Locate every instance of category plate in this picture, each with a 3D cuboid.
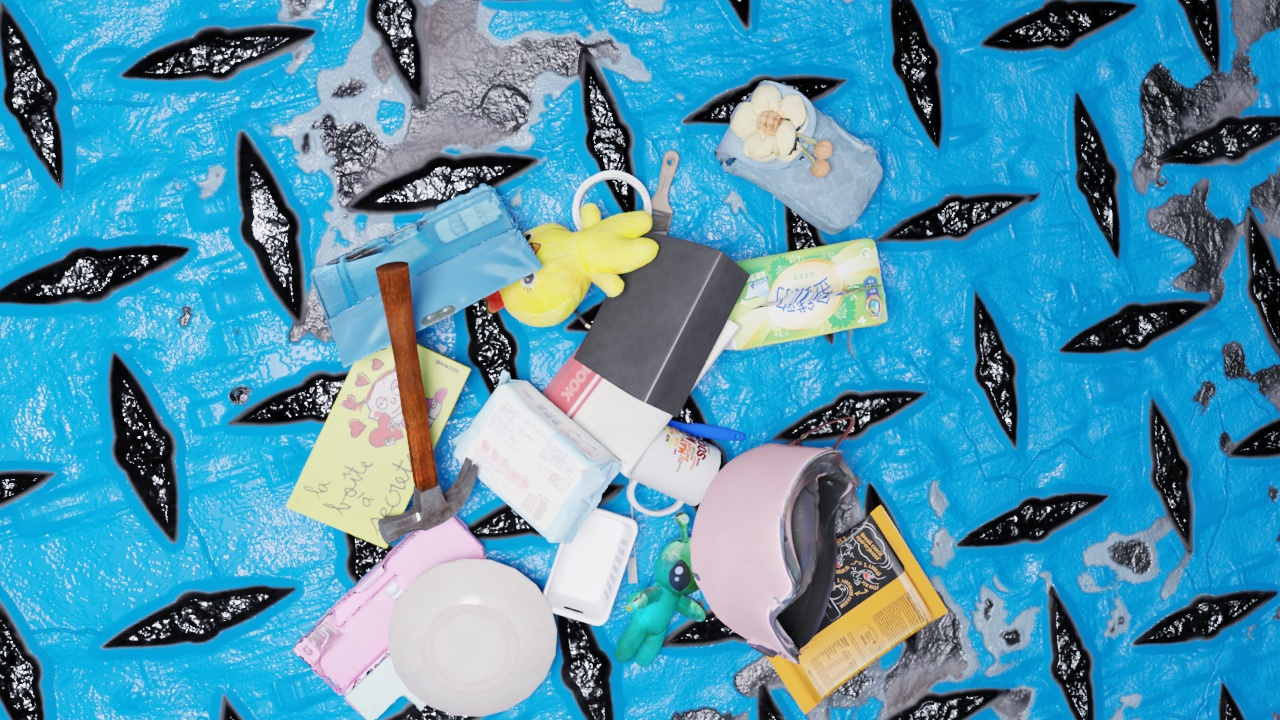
[{"bbox_3d":[-0.188,0.316,1.025,0.188,0.027,0.189,-1,99,-4],"label":"plate"}]

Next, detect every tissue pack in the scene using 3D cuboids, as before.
[{"bbox_3d":[0.189,-0.076,1.053,0.197,0.141,0.120,-17,94,-8],"label":"tissue pack"},{"bbox_3d":[-0.119,0.106,1.022,0.182,0.069,0.112,39,109,17],"label":"tissue pack"}]

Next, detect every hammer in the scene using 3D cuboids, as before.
[{"bbox_3d":[-0.231,0.043,0.936,0.110,0.028,0.301,-20,122,-31],"label":"hammer"}]

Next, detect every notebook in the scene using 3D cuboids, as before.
[{"bbox_3d":[-0.006,0.006,1.048,0.153,0.012,0.208,36,89,27],"label":"notebook"}]

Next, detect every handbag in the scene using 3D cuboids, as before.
[{"bbox_3d":[0.188,-0.236,1.062,0.192,0.118,0.121,35,86,-2],"label":"handbag"},{"bbox_3d":[-0.009,-0.061,1.028,0.196,0.072,0.175,27,89,35],"label":"handbag"},{"bbox_3d":[0.214,0.105,1.123,0.119,0.029,0.055,-35,98,-12],"label":"handbag"}]

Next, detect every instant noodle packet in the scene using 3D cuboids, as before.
[{"bbox_3d":[0.249,0.306,1.126,0.220,0.032,0.160,-33,93,-6],"label":"instant noodle packet"}]

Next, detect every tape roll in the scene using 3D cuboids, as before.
[{"bbox_3d":[-0.033,-0.176,1.077,0.093,0.013,0.093,0,90,2],"label":"tape roll"}]

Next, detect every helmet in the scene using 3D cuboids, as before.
[{"bbox_3d":[0.143,0.206,1.018,0.153,0.255,0.229,7,63,26],"label":"helmet"}]

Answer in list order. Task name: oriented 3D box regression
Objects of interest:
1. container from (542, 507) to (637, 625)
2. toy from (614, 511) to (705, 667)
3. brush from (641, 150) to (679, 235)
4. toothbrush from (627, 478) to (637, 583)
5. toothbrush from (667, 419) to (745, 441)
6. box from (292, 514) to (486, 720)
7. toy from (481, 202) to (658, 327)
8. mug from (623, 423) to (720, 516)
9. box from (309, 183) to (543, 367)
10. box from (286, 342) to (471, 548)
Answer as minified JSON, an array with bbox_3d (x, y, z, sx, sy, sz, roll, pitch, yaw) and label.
[{"bbox_3d":[-0.061,0.234,1.071,0.080,0.049,0.129,19,89,-8],"label":"container"},{"bbox_3d":[0.029,0.270,1.080,0.130,0.072,0.193,29,90,-47],"label":"toy"},{"bbox_3d":[0.020,-0.176,1.092,0.039,0.012,0.151,13,90,-8],"label":"brush"},{"bbox_3d":[-0.015,0.176,1.097,0.010,0.010,0.181,-4,92,-5],"label":"toothbrush"},{"bbox_3d":[0.039,0.078,1.102,0.182,0.018,0.016,10,90,-11],"label":"toothbrush"},{"bbox_3d":[-0.257,0.300,1.054,0.230,0.035,0.159,-43,99,-5],"label":"box"},{"bbox_3d":[-0.079,-0.104,1.022,0.208,0.133,0.092,-25,140,19],"label":"toy"},{"bbox_3d":[0.029,0.131,1.065,0.089,0.073,0.105,26,88,-14],"label":"mug"},{"bbox_3d":[-0.233,-0.090,0.993,0.231,0.033,0.174,-27,50,-7],"label":"box"},{"bbox_3d":[-0.287,0.082,1.021,0.124,0.081,0.221,28,86,-8],"label":"box"}]
